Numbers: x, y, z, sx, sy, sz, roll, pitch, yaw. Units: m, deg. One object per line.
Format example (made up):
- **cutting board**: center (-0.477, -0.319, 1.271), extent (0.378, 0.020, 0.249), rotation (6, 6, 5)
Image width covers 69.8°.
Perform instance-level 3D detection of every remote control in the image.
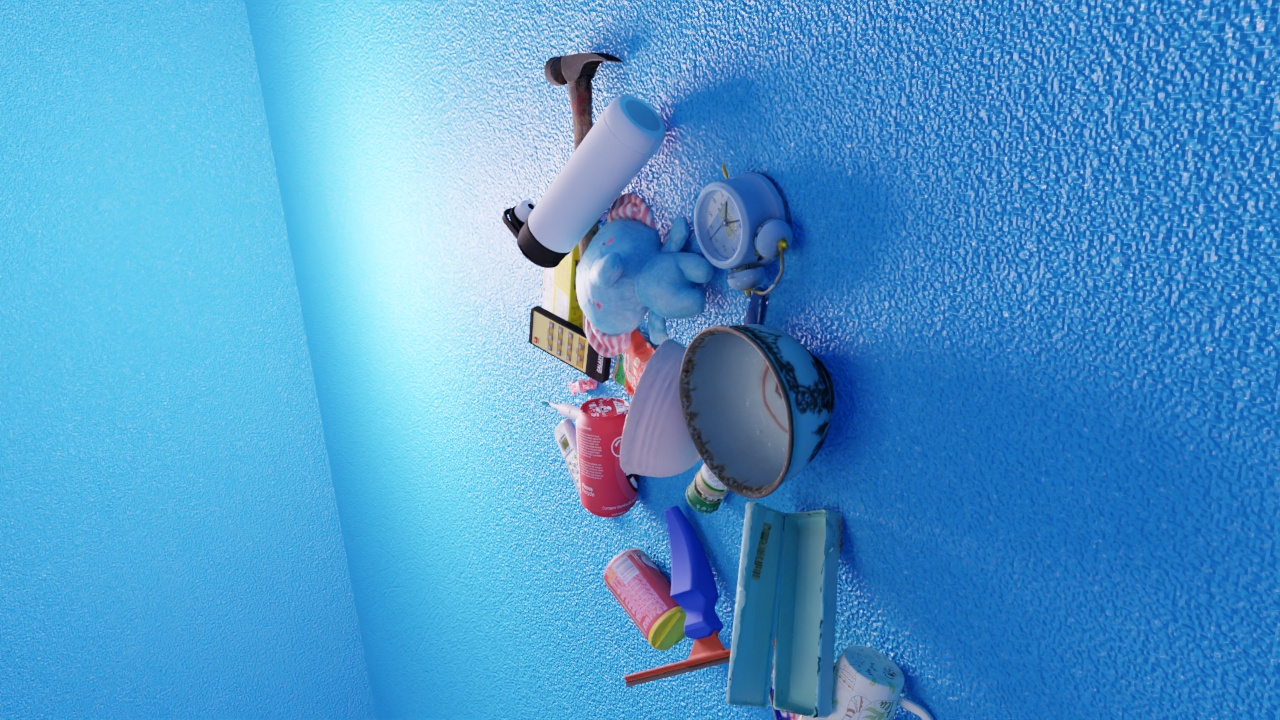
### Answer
- **remote control**: center (-0.085, 0.148, 1.302), extent (0.133, 0.022, 0.050), rotation (66, 149, 17)
- **remote control**: center (-0.094, -0.022, 1.210), extent (0.133, 0.013, 0.058), rotation (27, 128, 28)

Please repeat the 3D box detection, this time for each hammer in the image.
- **hammer**: center (-0.058, -0.190, 1.081), extent (0.120, 0.033, 0.330), rotation (15, 113, 51)

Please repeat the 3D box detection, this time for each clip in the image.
- **clip**: center (-0.076, 0.033, 1.244), extent (0.060, 0.043, 0.023), rotation (128, 130, -87)

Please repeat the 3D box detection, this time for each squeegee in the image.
- **squeegee**: center (0.061, 0.261, 1.067), extent (0.250, 0.055, 0.184), rotation (-27, 69, 34)

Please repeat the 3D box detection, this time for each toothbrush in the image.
- **toothbrush**: center (0.106, -0.018, 0.921), extent (0.021, 0.016, 0.133), rotation (47, 137, 39)
- **toothbrush**: center (-0.093, 0.073, 1.286), extent (0.188, 0.019, 0.018), rotation (13, 111, 57)

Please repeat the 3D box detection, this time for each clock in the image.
- **clock**: center (0.098, -0.118, 0.854), extent (0.124, 0.051, 0.089), rotation (62, 146, 22)

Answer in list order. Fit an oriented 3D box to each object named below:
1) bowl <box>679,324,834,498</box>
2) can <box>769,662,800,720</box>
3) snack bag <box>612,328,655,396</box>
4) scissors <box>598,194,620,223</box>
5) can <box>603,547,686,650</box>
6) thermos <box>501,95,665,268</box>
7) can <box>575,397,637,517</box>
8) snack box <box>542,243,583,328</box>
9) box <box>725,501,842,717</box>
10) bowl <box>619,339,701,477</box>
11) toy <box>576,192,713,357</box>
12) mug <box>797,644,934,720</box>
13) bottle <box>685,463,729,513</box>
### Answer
- **bowl**: center (0.119, 0.036, 0.842), extent (0.160, 0.093, 0.160), rotation (32, 129, 50)
- **can**: center (0.173, 0.354, 0.932), extent (0.059, 0.053, 0.100), rotation (-15, 90, 58)
- **snack bag**: center (-0.007, 0.006, 1.100), extent (0.155, 0.044, 0.087), rotation (43, 132, 49)
- **scissors**: center (-0.038, -0.173, 1.092), extent (0.117, 0.014, 0.130), rotation (51, 142, 37)
- **can**: center (0.010, 0.301, 1.167), extent (0.124, 0.066, 0.067), rotation (44, 137, 42)
- **thermos**: center (-0.070, -0.202, 1.021), extent (0.231, 0.068, 0.101), rotation (-45, 67, 38)
- **can**: center (-0.042, 0.124, 1.169), extent (0.074, 0.074, 0.143), rotation (27, 125, 52)
- **snack box**: center (-0.100, -0.112, 1.213), extent (0.075, 0.025, 0.152), rotation (42, 137, 43)
- **box**: center (0.124, 0.227, 0.852), extent (0.077, 0.091, 0.188), rotation (-23, 56, 62)
- **bowl**: center (0.043, 0.059, 0.959), extent (0.076, 0.152, 0.153), rotation (19, 125, 16)
- **toy**: center (-0.005, -0.088, 0.983), extent (0.181, 0.114, 0.183), rotation (17, 95, 48)
- **mug**: center (0.213, 0.328, 0.837), extent (0.122, 0.081, 0.097), rotation (26, 108, 22)
- **bottle**: center (0.085, 0.123, 0.990), extent (0.042, 0.042, 0.110), rotation (58, 146, 27)
